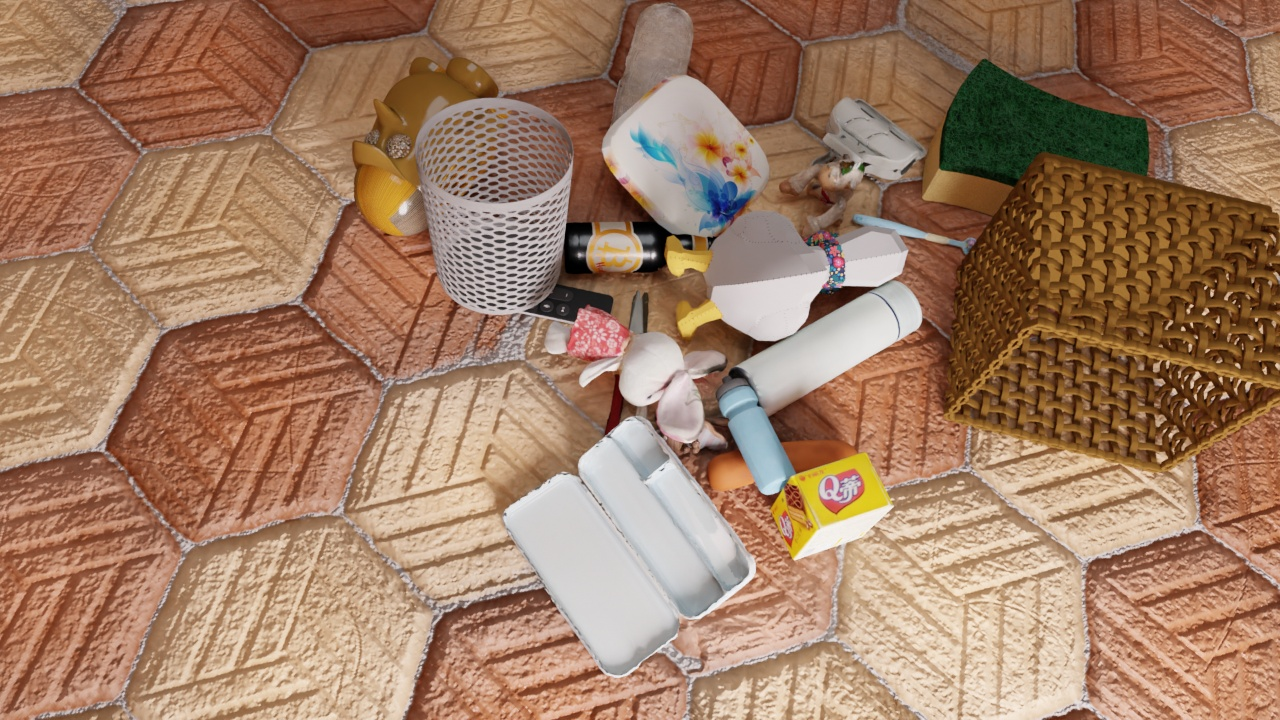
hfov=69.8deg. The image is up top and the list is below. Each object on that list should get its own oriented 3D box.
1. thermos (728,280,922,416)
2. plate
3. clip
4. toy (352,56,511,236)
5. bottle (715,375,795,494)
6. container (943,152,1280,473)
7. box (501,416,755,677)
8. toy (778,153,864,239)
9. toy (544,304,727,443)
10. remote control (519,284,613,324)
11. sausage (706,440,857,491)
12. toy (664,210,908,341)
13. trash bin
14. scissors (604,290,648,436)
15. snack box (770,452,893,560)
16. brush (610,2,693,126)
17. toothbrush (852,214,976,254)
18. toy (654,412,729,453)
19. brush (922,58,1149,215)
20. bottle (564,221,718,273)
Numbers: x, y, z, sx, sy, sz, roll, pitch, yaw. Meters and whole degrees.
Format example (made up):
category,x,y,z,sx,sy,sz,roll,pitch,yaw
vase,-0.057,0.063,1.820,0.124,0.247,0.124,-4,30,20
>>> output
category,x,y,z,sx,sy,sz,roll,pitch,yaw
thermos,0.207,-0.013,1.021,0.229,0.068,0.068,-28,69,-17
plate,0.062,-0.247,1.117,0.187,0.016,0.186,46,66,-7
clip,0.285,-0.277,1.173,0.143,0.075,0.124,-35,68,-31
toy,-0.256,-0.241,1.056,0.199,0.162,0.203,15,71,38
bottle,0.114,0.071,0.934,0.040,0.040,0.130,-18,64,-14
container,0.491,-0.045,0.975,0.251,0.220,0.213,14,62,2
box,-0.013,0.182,0.916,0.192,0.061,0.210,-40,71,-2
toy,0.230,-0.203,1.104,0.074,0.106,0.085,-3,69,-30
toy,-0.008,0.002,0.967,0.194,0.084,0.158,21,38,0
remote control,-0.106,-0.069,1.055,0.146,0.008,0.045,12,62,1
sausage,0.150,0.108,0.966,0.164,0.044,0.039,-6,28,-8
toy,0.163,-0.097,1.000,0.268,0.246,0.141,-9,97,6
trash bin,-0.155,-0.158,0.988,0.156,0.184,0.156,3,54,-5
scissors,-0.014,0.008,1.020,0.146,0.015,0.187,-24,66,-16
snack box,0.188,0.146,0.914,0.083,0.106,0.061,-16,65,-13
brush,0.014,-0.353,1.184,0.083,0.057,0.270,13,63,-4
toothbrush,0.338,-0.158,1.136,0.155,0.016,0.022,14,100,2
toy,0.063,0.076,0.978,0.102,0.042,0.054,5,40,6
brush,0.501,-0.255,1.166,0.250,0.075,0.194,24,63,7
bottle,0.003,-0.132,1.068,0.181,0.059,0.059,-2,63,-6
